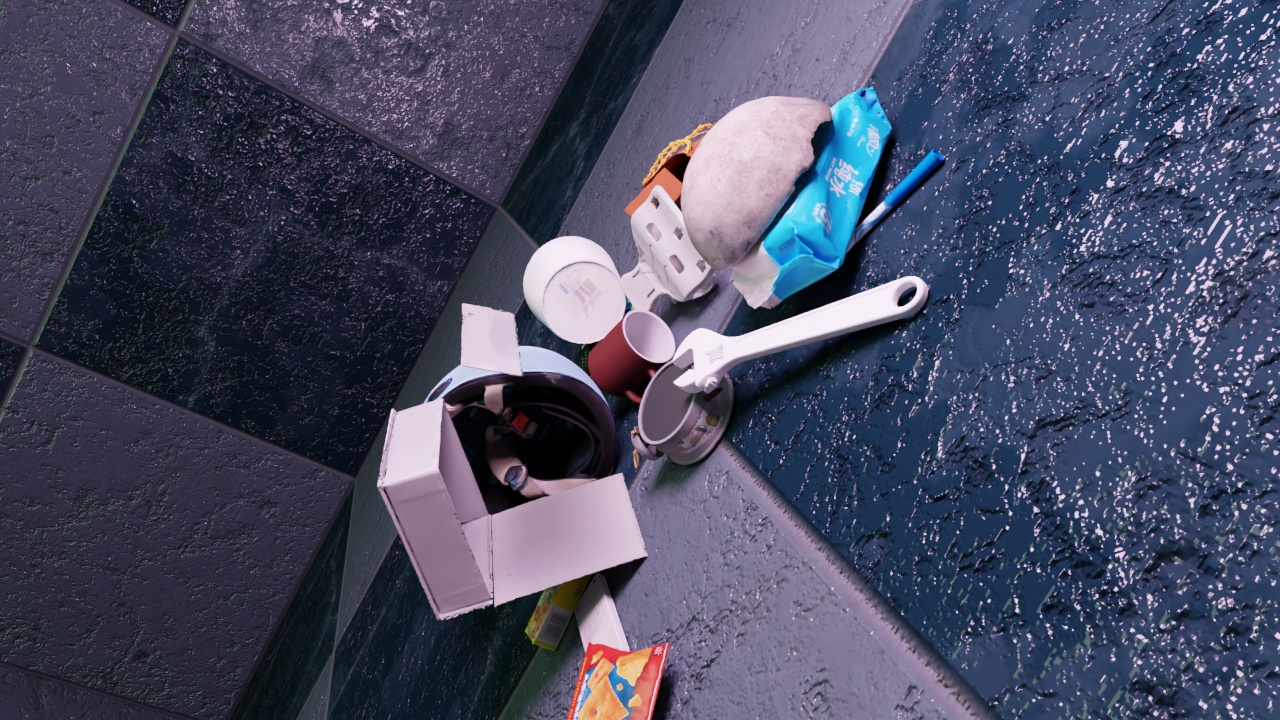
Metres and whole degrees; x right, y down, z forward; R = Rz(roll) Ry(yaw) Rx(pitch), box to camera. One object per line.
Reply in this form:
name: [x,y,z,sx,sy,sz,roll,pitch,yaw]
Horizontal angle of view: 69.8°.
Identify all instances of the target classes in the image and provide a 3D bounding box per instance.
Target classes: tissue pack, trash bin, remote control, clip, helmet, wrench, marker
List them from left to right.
helmet: [-0.161,0.096,1.103,0.266,0.225,0.166,-33,23,4]
trash bin: [-0.082,-0.088,1.195,0.133,0.133,0.161,-61,15,6]
remote control: [-0.082,0.015,1.329,0.030,0.009,0.139,-51,23,31]
remote control: [-0.039,0.265,0.904,0.050,0.011,0.135,-60,20,10]
clip: [0.033,-0.118,1.072,0.124,0.075,0.144,58,150,19]
wrench: [0.123,-0.022,0.781,0.274,0.018,0.066,-19,48,47]
tissue pack: [0.157,-0.149,0.838,0.117,0.066,0.208,-36,27,61]
marker: [0.205,-0.126,0.788,0.142,0.013,0.013,-48,25,38]

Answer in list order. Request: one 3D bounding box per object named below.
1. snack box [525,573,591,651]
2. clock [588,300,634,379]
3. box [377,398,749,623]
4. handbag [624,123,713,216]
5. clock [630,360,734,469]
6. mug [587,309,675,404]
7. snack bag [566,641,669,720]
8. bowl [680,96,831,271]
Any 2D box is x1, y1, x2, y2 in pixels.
snack box: [-0.079,0.242,1.008,0.148,0.029,0.040,-65,20,-4]
clock: [-0.027,-0.029,1.206,0.099,0.043,0.129,-39,24,49]
box: [-0.085,0.167,0.961,0.167,0.380,0.172,-112,35,-65]
handbag: [0.050,-0.239,1.160,0.109,0.060,0.171,-47,1,30]
clock: [0.036,0.058,0.912,0.148,0.056,0.103,-48,33,25]
mug: [-0.006,0.006,1.081,0.083,0.073,0.105,-44,57,43]
snack bag: [-0.027,0.305,0.781,0.144,0.039,0.130,-27,41,56]
bowl: [0.088,-0.176,0.842,0.179,0.081,0.178,-56,9,13]
